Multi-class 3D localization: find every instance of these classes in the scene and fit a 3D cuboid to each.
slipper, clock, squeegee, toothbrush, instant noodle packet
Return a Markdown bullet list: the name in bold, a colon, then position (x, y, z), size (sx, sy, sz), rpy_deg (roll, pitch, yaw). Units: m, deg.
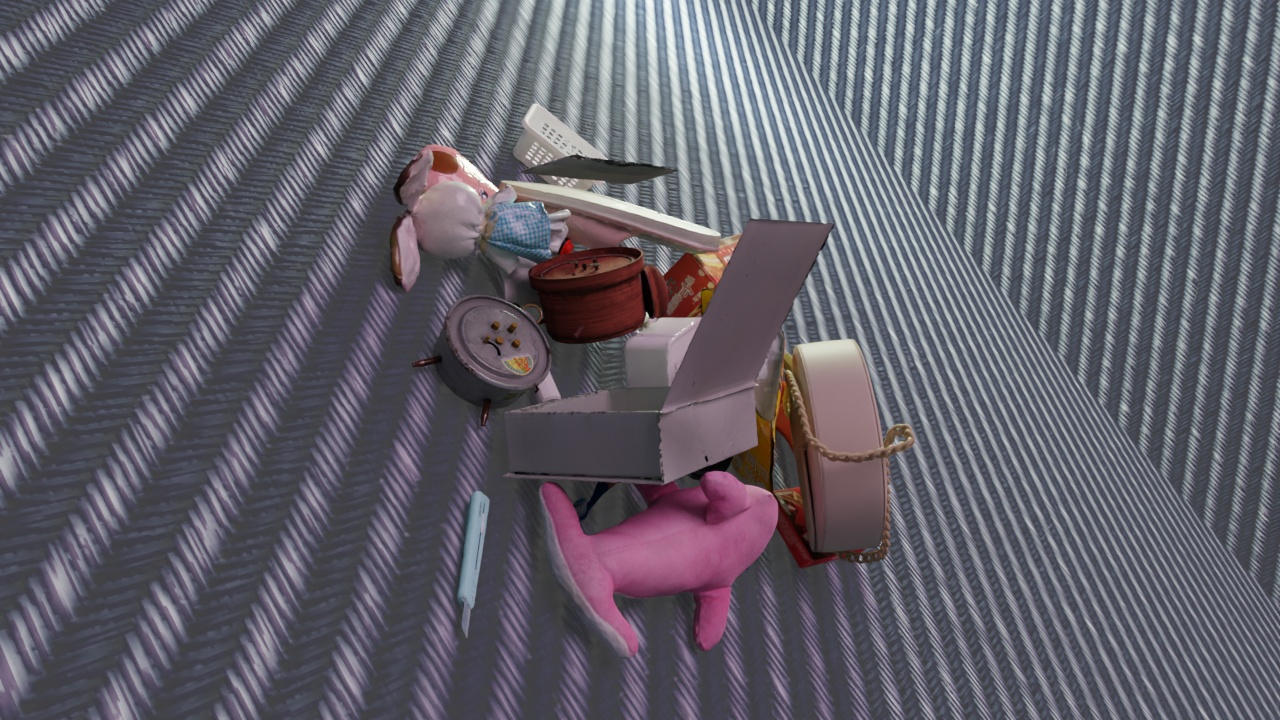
- **slipper**: position (-0.041, -0.155, 1.048), size (0.274, 0.054, 0.114), rpy_deg (18, 16, 17)
- **clock**: position (-0.129, -0.014, 0.833), size (0.104, 0.056, 0.147), rpy_deg (41, 37, -3)
- **squeegee**: position (0.192, 0.077, 1.139), size (0.249, 0.055, 0.184), rpy_deg (30, 32, -26)
- **toothbrush**: position (-0.031, 0.113, 0.846), size (0.021, 0.017, 0.134), rpy_deg (10, 21, 22)
- **instant noodle packet**: position (0.119, 0.045, 0.984), size (0.084, 0.163, 0.221), rpy_deg (-6, 46, -1)
- **clock**: position (-0.039, -0.071, 0.943), size (0.157, 0.121, 0.072), rpy_deg (-25, 114, -38)

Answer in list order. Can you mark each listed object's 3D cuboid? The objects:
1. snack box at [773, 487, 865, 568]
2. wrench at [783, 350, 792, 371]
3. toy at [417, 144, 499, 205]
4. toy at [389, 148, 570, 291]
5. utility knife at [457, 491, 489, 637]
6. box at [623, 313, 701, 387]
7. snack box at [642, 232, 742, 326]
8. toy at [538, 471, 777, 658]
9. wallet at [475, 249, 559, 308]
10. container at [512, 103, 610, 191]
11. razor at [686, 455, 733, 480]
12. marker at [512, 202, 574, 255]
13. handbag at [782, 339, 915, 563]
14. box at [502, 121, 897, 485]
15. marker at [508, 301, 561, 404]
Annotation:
- **snack box**: position (0.200, 0.186, 1.047), size (0.132, 0.021, 0.089), rpy_deg (3, 51, -50)
- **wrench**: position (0.203, 0.011, 1.212), size (0.083, 0.018, 0.273), rpy_deg (36, 14, -37)
- **toy**: position (-0.193, -0.182, 0.978), size (0.110, 0.051, 0.089), rpy_deg (33, 33, -22)
- **toy**: position (-0.162, -0.142, 0.908), size (0.205, 0.131, 0.106), rpy_deg (-3, 21, -37)
- **utility knife**: position (-0.127, 0.149, 0.685), size (0.128, 0.015, 0.022), rpy_deg (-92, 162, -49)
- **box**: position (-0.009, -0.005, 0.983), size (0.108, 0.137, 0.124), rpy_deg (-40, 127, -60)
- **snack box**: position (0.089, -0.099, 1.172), size (0.060, 0.113, 0.235), rpy_deg (51, 29, 8)
- **toy**: position (0.040, 0.146, 0.788), size (0.265, 0.128, 0.186), rpy_deg (-4, 59, -47)
- **wallet**: position (-0.115, -0.091, 0.984), size (0.116, 0.032, 0.086), rpy_deg (0, 54, -51)
- **container**: position (-0.107, -0.266, 1.194), size (0.129, 0.050, 0.080), rpy_deg (36, 31, -16)
- **razor**: position (0.066, 0.053, 0.931), size (0.053, 0.141, 0.064), rpy_deg (-12, 23, -24)
- **marker**: position (-0.137, -0.160, 1.021), size (0.145, 0.021, 0.023), rpy_deg (33, 6, 5)
- **handbag**: position (0.209, 0.088, 0.954), size (0.209, 0.103, 0.210), rpy_deg (78, 7, -50)
- **box**: position (0.053, -0.007, 0.743), size (0.150, 0.370, 0.166), rpy_deg (52, 29, 16)
- **marker**: position (-0.110, -0.007, 0.891), size (0.025, 0.025, 0.125), rpy_deg (9, 45, -47)
